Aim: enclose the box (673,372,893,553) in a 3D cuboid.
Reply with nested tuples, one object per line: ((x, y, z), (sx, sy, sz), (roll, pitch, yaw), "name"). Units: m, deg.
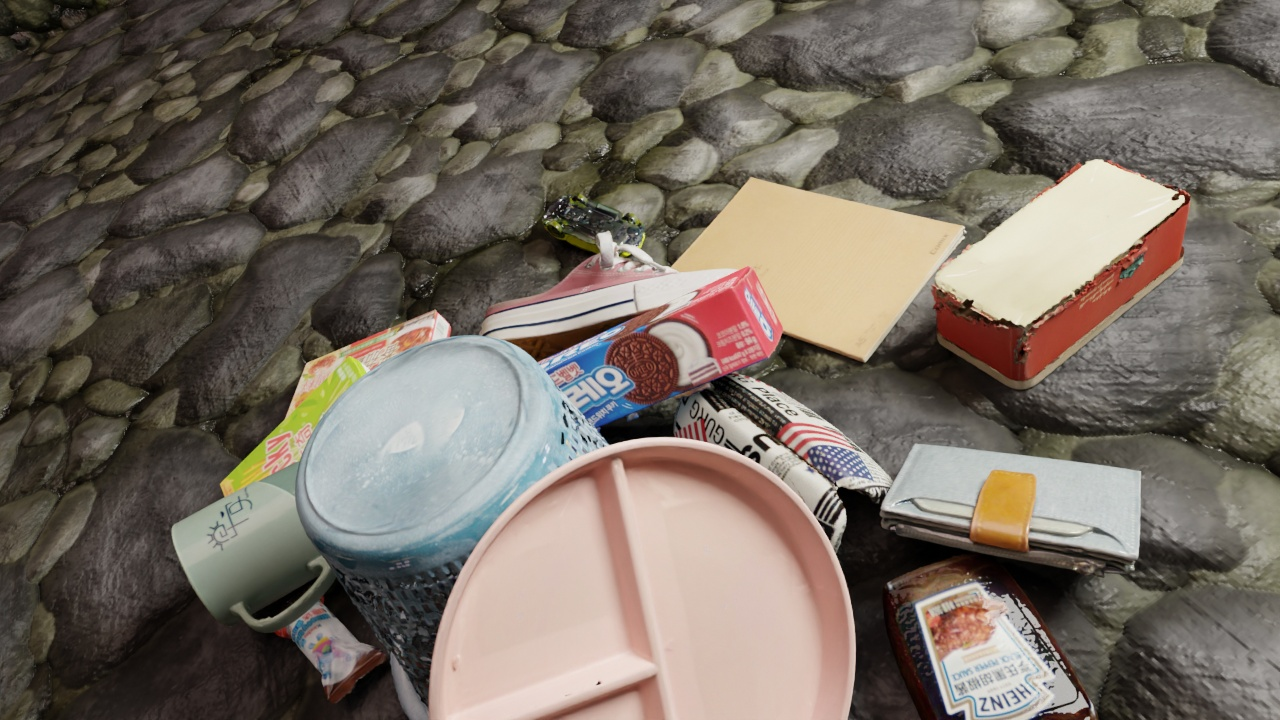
((0.096, 0.064, 0.617), (0.086, 0.076, 0.162), (-11, 32, -31), "box")

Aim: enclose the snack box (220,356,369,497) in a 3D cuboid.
((-0.268, 0.078, 0.742), (0.156, 0.026, 0.086), (-44, 50, 2), "snack box")

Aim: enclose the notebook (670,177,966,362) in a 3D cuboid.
((0.135, -0.082, 0.761), (0.212, 0.012, 0.149), (23, 62, 39), "notebook")

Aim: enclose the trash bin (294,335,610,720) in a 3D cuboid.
((-0.090, 0.099, 0.553), (0.227, 0.195, 0.226), (-12, 44, 12), "trash bin")

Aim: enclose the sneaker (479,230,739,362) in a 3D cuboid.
((-0.022, -0.054, 0.739), (0.241, 0.118, 0.087), (-9, 66, 24), "sneaker")

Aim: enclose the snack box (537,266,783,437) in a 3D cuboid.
((-0.004, 0.004, 0.657), (0.208, 0.058, 0.057), (-24, 12, 26), "snack box")

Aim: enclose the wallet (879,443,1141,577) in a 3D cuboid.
((0.212, 0.078, 0.524), (0.130, 0.037, 0.106), (6, 19, 27), "wallet")

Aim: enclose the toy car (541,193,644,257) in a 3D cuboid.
((-0.043, -0.122, 0.863), (0.105, 0.032, 0.048), (23, 60, 25), "toy car")

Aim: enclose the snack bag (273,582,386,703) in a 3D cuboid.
((-0.219, 0.196, 0.638), (0.045, 0.026, 0.105), (-36, 42, -30), "snack bag")

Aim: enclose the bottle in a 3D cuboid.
((0.188, 0.189, 0.453), (0.080, 0.044, 0.194), (-19, 44, 1), "bottle")

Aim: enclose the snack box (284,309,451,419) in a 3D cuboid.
((-0.239, 0.013, 0.806), (0.153, 0.025, 0.075), (-19, 42, 21), "snack box")

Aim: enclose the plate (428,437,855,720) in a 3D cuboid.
((0.007, 0.154, 0.462), (0.229, 0.229, 0.028), (-44, 13, -19), "plate")

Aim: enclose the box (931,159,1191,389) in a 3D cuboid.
((0.286, -0.069, 0.630), (0.168, 0.078, 0.091), (-36, 45, -12), "box")

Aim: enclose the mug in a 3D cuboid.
((-0.258, 0.136, 0.653), (0.106, 0.082, 0.111), (-28, 52, -16), "mug")
